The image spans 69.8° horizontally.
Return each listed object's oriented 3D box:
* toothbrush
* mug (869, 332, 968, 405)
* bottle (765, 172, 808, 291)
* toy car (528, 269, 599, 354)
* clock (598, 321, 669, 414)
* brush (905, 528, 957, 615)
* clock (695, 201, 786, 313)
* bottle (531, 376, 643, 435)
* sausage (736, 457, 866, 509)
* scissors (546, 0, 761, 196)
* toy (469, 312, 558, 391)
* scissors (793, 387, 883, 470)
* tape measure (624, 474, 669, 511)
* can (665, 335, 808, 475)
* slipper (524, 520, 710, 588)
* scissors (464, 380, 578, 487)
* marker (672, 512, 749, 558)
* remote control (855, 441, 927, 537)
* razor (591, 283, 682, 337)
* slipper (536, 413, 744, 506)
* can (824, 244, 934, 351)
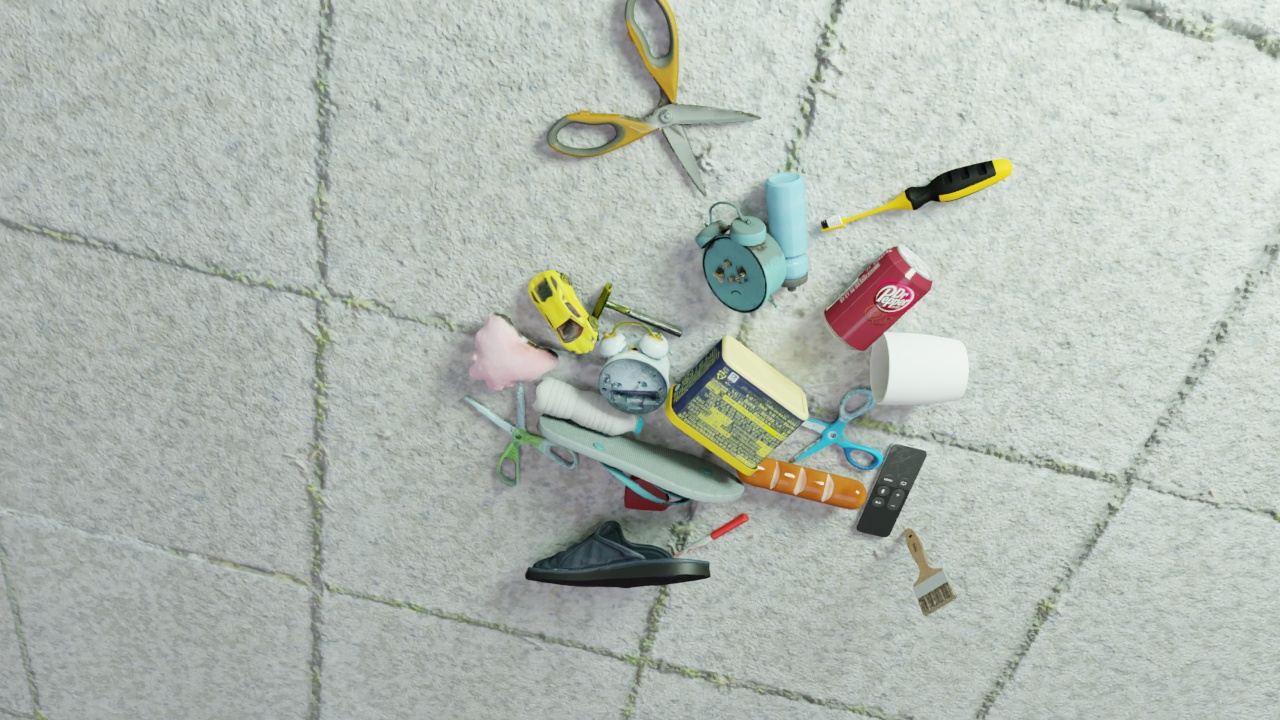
[{"bbox_3d":[0.282,-0.168,0.949,0.197,0.031,0.031,-17,142,22],"label":"toothbrush"},{"bbox_3d":[0.309,0.018,1.036,0.087,0.080,0.114,2,152,-1],"label":"mug"},{"bbox_3d":[0.158,-0.133,0.978,0.040,0.040,0.130,-4,120,10],"label":"bottle"},{"bbox_3d":[-0.087,-0.054,1.050,0.049,0.030,0.107,-37,87,26],"label":"toy car"},{"bbox_3d":[-0.006,0.006,1.070,0.083,0.056,0.118,2,126,9],"label":"clock"},{"bbox_3d":[0.346,0.252,1.126,0.045,0.143,0.008,-38,111,16],"label":"brush"},{"bbox_3d":[0.106,-0.111,0.974,0.090,0.053,0.124,5,120,48],"label":"clock"},{"bbox_3d":[-0.063,0.060,1.122,0.136,0.044,0.044,19,122,-4],"label":"bottle"},{"bbox_3d":[0.199,0.151,1.142,0.164,0.044,0.039,14,81,-1],"label":"sausage"},{"bbox_3d":[0.004,-0.260,0.936,0.230,0.016,0.225,-16,118,16],"label":"scissors"},{"bbox_3d":[-0.159,-0.002,1.094,0.102,0.050,0.093,37,116,-18],"label":"toy"},{"bbox_3d":[0.247,0.092,1.120,0.140,0.011,0.134,42,115,-17],"label":"scissors"},{"bbox_3d":[0.010,0.170,1.194,0.059,0.019,0.051,5,120,-4],"label":"tape measure"},{"bbox_3d":[0.114,0.052,1.077,0.135,0.075,0.105,36,116,-14],"label":"can"},{"bbox_3d":[-0.032,0.258,1.227,0.266,0.083,0.109,-12,158,28],"label":"slipper"},{"bbox_3d":[-0.148,0.096,1.177,0.166,0.024,0.172,13,124,6],"label":"scissors"},{"bbox_3d":[0.087,0.243,1.232,0.142,0.012,0.013,-36,110,25],"label":"marker"},{"bbox_3d":[0.315,0.164,1.155,0.045,0.008,0.147,13,122,0],"label":"remote control"},{"bbox_3d":[0.000,-0.050,1.062,0.106,0.026,0.043,21,119,-10],"label":"razor"},{"bbox_3d":[-0.005,0.135,1.125,0.269,0.098,0.055,20,107,-3],"label":"slipper"},{"bbox_3d":[0.256,-0.066,0.991,0.063,0.063,0.114,35,119,-13],"label":"can"}]
